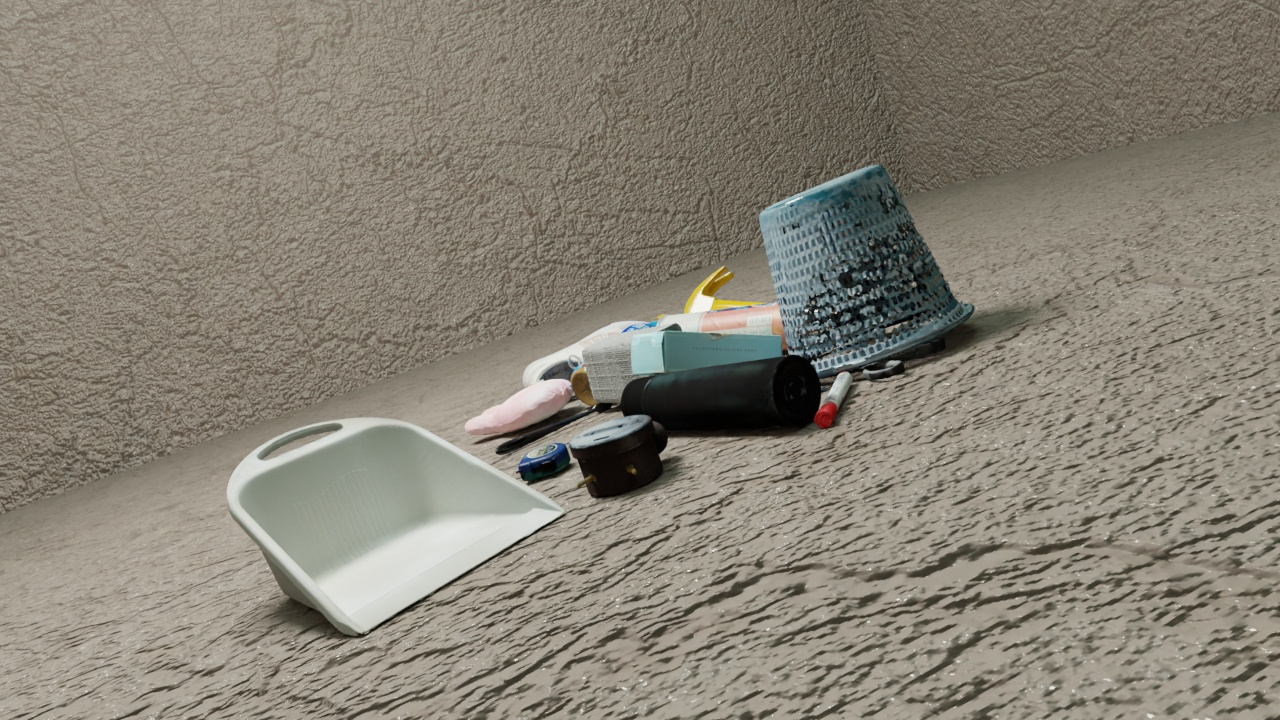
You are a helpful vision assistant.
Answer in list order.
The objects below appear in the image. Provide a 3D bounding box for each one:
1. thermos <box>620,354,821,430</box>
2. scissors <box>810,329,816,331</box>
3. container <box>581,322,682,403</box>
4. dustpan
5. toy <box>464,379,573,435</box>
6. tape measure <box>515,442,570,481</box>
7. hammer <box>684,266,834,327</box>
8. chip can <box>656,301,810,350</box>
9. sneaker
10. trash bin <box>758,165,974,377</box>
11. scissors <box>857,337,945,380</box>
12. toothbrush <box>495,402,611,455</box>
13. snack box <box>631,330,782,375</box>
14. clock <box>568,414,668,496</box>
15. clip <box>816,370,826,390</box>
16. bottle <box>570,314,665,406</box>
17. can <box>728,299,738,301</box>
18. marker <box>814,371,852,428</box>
[{"bbox_3d":[0.081,0.033,0.957,0.089,0.068,0.243,-30,14,-34],"label":"thermos"},{"bbox_3d":[0.200,-0.043,1.395,0.228,0.015,0.188,-13,10,29],"label":"scissors"},{"bbox_3d":[-0.007,0.007,1.215,0.114,0.090,0.090,-5,14,39],"label":"container"},{"bbox_3d":[-0.247,0.122,0.837,0.258,0.142,0.222,-11,11,46],"label":"dustpan"},{"bbox_3d":[-0.171,0.070,1.314,0.160,0.054,0.121,-20,6,25],"label":"toy"},{"bbox_3d":[-0.104,0.111,0.999,0.054,0.025,0.058,-15,13,8],"label":"tape measure"},{"bbox_3d":[0.188,-0.071,1.323,0.301,0.128,0.033,7,-19,41],"label":"hammer"},{"bbox_3d":[0.127,-0.040,1.287,0.215,0.071,0.071,-5,14,37],"label":"chip can"},{"bbox_3d":[-0.062,0.001,1.415,0.242,0.089,0.091,-20,10,-12],"label":"sneaker"},{"bbox_3d":[0.236,-0.107,1.050,0.226,0.195,0.226,-22,4,2],"label":"trash bin"},{"bbox_3d":[0.249,0.003,1.005,0.159,0.014,0.180,-18,7,1],"label":"scissors"},{"bbox_3d":[-0.113,0.088,1.207,0.180,0.015,0.018,-22,3,-33],"label":"toothbrush"},{"bbox_3d":[0.081,-0.007,1.100,0.174,0.051,0.074,2,-2,-30],"label":"snack box"},{"bbox_3d":[-0.018,0.086,0.875,0.082,0.055,0.121,-16,8,17],"label":"clock"},{"bbox_3d":[0.166,0.031,0.973,0.058,0.043,0.027,-27,13,-11],"label":"clip"},{"bbox_3d":[-0.018,-0.010,1.353,0.065,0.065,0.218,-11,21,40],"label":"bottle"},{"bbox_3d":[0.137,-0.064,1.466,0.058,0.058,0.116,-19,0,-7],"label":"can"},{"bbox_3d":[0.191,0.036,0.897,0.017,0.017,0.145,-14,9,24],"label":"marker"}]
